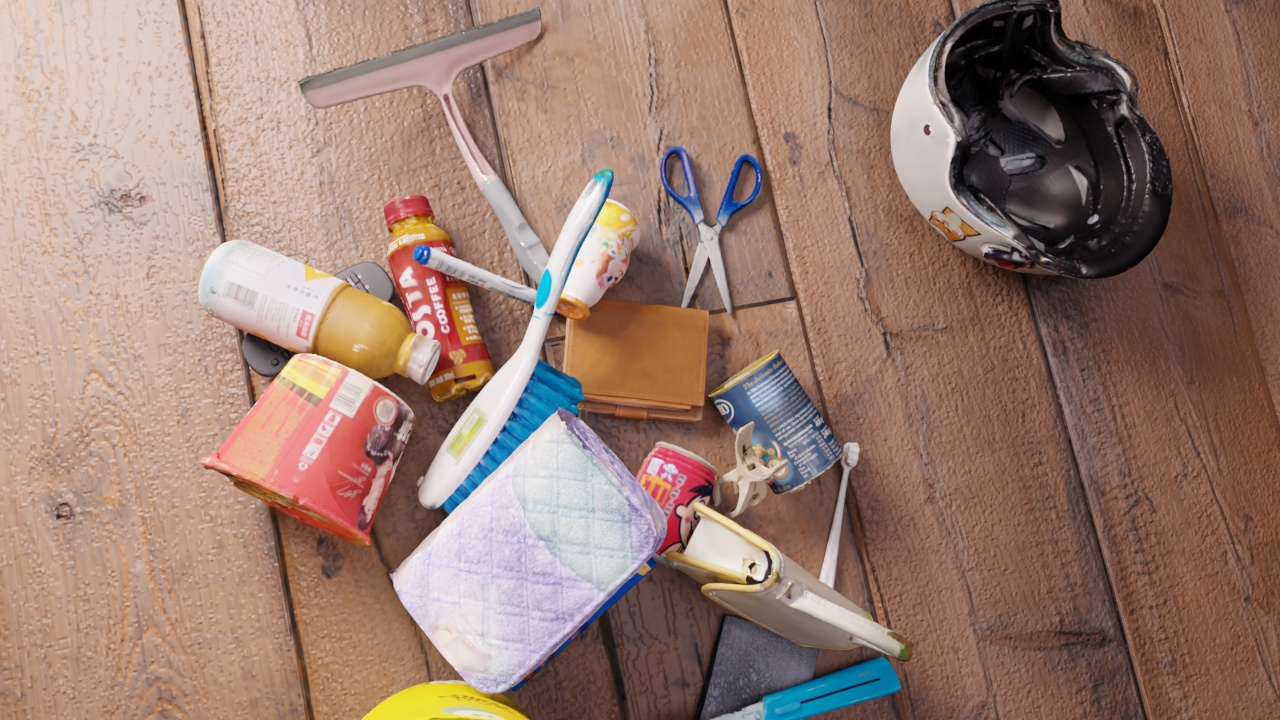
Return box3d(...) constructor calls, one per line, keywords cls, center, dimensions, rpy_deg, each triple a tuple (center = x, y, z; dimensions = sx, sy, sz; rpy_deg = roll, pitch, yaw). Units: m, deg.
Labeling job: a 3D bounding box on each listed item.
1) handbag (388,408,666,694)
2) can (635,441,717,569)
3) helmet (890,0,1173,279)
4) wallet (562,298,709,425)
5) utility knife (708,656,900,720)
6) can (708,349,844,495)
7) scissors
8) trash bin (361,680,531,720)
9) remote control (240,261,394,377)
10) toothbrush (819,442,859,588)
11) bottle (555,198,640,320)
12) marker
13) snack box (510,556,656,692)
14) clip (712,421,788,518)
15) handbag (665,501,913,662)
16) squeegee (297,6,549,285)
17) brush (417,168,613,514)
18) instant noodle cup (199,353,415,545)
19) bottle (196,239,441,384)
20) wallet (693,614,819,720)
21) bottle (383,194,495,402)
box3d(cls="handbag", center=(-0.083, 0.148, 0.706), dimensions=(0.194, 0.075, 0.134), rpy_deg=(-43, 81, 4))
box3d(cls="can", center=(0.021, 0.125, 0.796), dimensions=(0.066, 0.067, 0.093), rpy_deg=(27, 77, -7))
box3d(cls="helmet", center=(0.345, -0.191, 0.868), dimensions=(0.274, 0.157, 0.229), rpy_deg=(38, 74, -15))
box3d(cls="wallet", center=(-0.005, 0.005, 0.826), dimensions=(0.130, 0.035, 0.119), rpy_deg=(6, 80, -9))
box3d(cls="utility knife", center=(0.124, 0.302, 0.797), dimensions=(0.237, 0.018, 0.034), rpy_deg=(-8, 86, -22))
box3d(cls="can", center=(0.123, 0.057, 0.824), dimensions=(0.075, 0.075, 0.111), rpy_deg=(-34, 90, -15))
box3d(cls="scissors", center=(0.070, -0.132, 0.875), dimensions=(0.164, 0.012, 0.162), rpy_deg=(-36, 91, -14))
box3d(cls="trash bin", center=(-0.138, 0.337, 0.633), dimensions=(0.229, 0.256, 0.229), rpy_deg=(2, 81, -12))
box3d(cls="remote control", center=(-0.272, -0.034, 0.782), dimensions=(0.136, 0.024, 0.053), rpy_deg=(-35, 87, -12))
box3d(cls="toothbrush", center=(0.181, 0.163, 0.850), dimensions=(0.016, 0.016, 0.180), rpy_deg=(14, 79, -7))
box3d(cls="bottle", center=(-0.043, -0.088, 0.810), dimensions=(0.063, 0.063, 0.108), rpy_deg=(26, 64, -7))
box3d(cls="marker", center=(-0.127, -0.067, 0.785), dimensions=(0.145, 0.017, 0.017), rpy_deg=(20, 76, -38))
box3d(cls="snack box", center=(-0.072, 0.188, 0.754), dimensions=(0.157, 0.026, 0.084), rpy_deg=(-43, 79, 6))
box3d(cls="clip", center=(0.095, 0.101, 0.798), dimensions=(0.034, 0.100, 0.071), rpy_deg=(-22, 58, -31))
box3d(cls="handbag", center=(0.124, 0.193, 0.732), dimensions=(0.163, 0.179, 0.063), rpy_deg=(37, 78, -38))
box3d(cls="squeegee", center=(-0.137, -0.167, 0.824), dimensions=(0.247, 0.040, 0.249), rpy_deg=(-30, 94, -32))
box3d(cls="brush", center=(-0.082, 0.000, 0.752), dimensions=(0.109, 0.060, 0.314), rpy_deg=(37, 87, -36))
box3d(cls="instant noodle cup", center=(-0.248, 0.068, 0.720), dimensions=(0.138, 0.138, 0.108), rpy_deg=(28, 68, -6))
box3d(cls="bottle", center=(-0.253, -0.034, 0.735), dimensions=(0.189, 0.068, 0.068), rpy_deg=(23, 77, -1))
box3d(cls="wallet", center=(0.103, 0.296, 0.813), dimensions=(0.097, 0.019, 0.120), rpy_deg=(20, 77, -11))
box3d(cls="bottle", center=(-0.176, -0.054, 0.788), dimensions=(0.057, 0.057, 0.175), rpy_deg=(-18, 86, -14))
